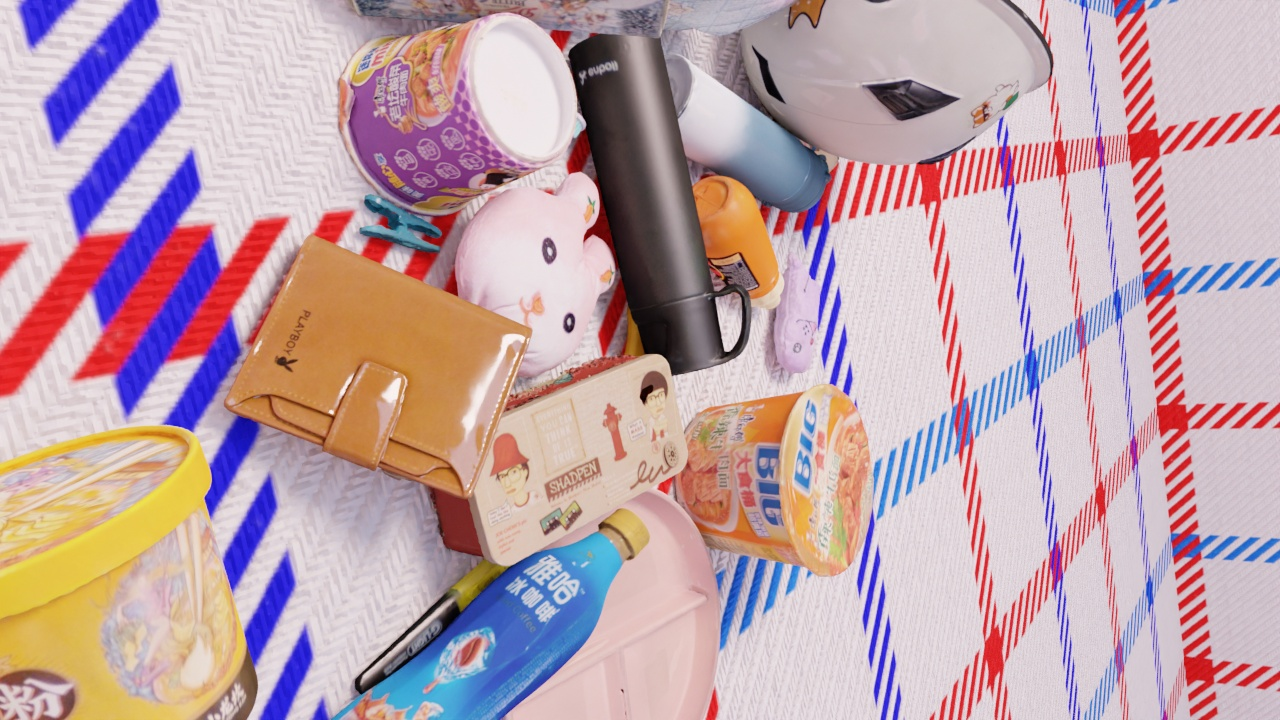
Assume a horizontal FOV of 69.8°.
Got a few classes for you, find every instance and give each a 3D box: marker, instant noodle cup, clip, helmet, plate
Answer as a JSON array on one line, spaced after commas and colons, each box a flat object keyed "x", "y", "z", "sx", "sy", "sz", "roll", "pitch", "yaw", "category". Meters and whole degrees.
[{"x": -0.119, "y": 0.154, "z": 0.543, "sx": 0.123, "sy": 0.015, "sz": 0.018, "roll": -39, "pitch": 116, "yaw": -43, "category": "marker"}, {"x": -0.098, "y": -0.144, "z": 0.530, "sx": 0.111, "sy": 0.099, "sz": 0.111, "roll": 3, "pitch": 86, "yaw": -51, "category": "instant noodle cup"}, {"x": -0.140, "y": -0.078, "z": 0.540, "sx": 0.057, "sy": 0.014, "sz": 0.047, "roll": 22, "pitch": 68, "yaw": -49, "category": "clip"}, {"x": 0.193, "y": -0.257, "z": 0.801, "sx": 0.157, "sy": 0.274, "sz": 0.230, "roll": -53, "pitch": 148, "yaw": 8, "category": "helmet"}, {"x": 0.107, "y": 0.096, "z": 0.748, "sx": 0.151, "sy": 0.112, "sz": 0.151, "roll": 6, "pitch": 82, "yaw": -50, "category": "instant noodle cup"}, {"x": -0.215, "y": 0.101, "z": 0.358, "sx": 0.118, "sy": 0.119, "sz": 0.114, "roll": -35, "pitch": 122, "yaw": -47, "category": "instant noodle cup"}, {"x": -0.018, "y": 0.202, "z": 0.653, "sx": 0.229, "sy": 0.028, "sz": 0.229, "roll": 5, "pitch": 83, "yaw": -49, "category": "plate"}]

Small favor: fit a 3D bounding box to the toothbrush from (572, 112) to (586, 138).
[{"x": -0.096, "y": -0.225, "z": 0.604, "sx": 0.189, "sy": 0.029, "sz": 0.021, "roll": 55, "pitch": 8, "yaw": -30, "category": "toothbrush"}]

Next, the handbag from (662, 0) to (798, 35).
[{"x": 0.028, "y": -0.291, "z": 0.669, "sx": 0.193, "sy": 0.134, "sz": 0.075, "roll": -12, "pitch": 94, "yaw": -50, "category": "handbag"}]

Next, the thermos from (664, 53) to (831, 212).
[{"x": 0.083, "y": -0.182, "z": 0.779, "sx": 0.220, "sy": 0.070, "sz": 0.070, "roll": 17, "pitch": 73, "yaw": -48, "category": "thermos"}]

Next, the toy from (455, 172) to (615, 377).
[{"x": -0.061, "y": -0.063, "z": 0.604, "sx": 0.159, "sy": 0.054, "sz": 0.121, "roll": -51, "pitch": 135, "yaw": -47, "category": "toy"}]

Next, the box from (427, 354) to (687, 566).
[{"x": -0.057, "y": 0.055, "z": 0.589, "sx": 0.167, "sy": 0.076, "sz": 0.091, "roll": -23, "pitch": 105, "yaw": -41, "category": "box"}]

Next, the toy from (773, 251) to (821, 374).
[{"x": 0.150, "y": -0.038, "z": 0.871, "sx": 0.083, "sy": 0.039, "sz": 0.108, "roll": 29, "pitch": 63, "yaw": -55, "category": "toy"}]

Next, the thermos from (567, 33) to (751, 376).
[{"x": 0.019, "y": -0.113, "z": 0.663, "sx": 0.068, "sy": 0.090, "sz": 0.242, "roll": -26, "pitch": 103, "yaw": -67, "category": "thermos"}]

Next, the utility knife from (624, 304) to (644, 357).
[{"x": -0.004, "y": 0.004, "z": 0.697, "sx": 0.033, "sy": 0.015, "sz": 0.180, "roll": 22, "pitch": 70, "yaw": -34, "category": "utility knife"}]

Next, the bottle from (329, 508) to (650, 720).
[{"x": -0.076, "y": 0.160, "z": 0.525, "sx": 0.218, "sy": 0.065, "sz": 0.065, "roll": -39, "pitch": 116, "yaw": -33, "category": "bottle"}]

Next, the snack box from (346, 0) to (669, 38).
[{"x": -0.070, "y": -0.285, "z": 0.527, "sx": 0.046, "sy": 0.182, "sz": 0.177, "roll": 106, "pitch": -12, "yaw": -81, "category": "snack box"}]

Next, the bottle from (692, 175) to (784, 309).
[{"x": 0.086, "y": -0.091, "z": 0.785, "sx": 0.149, "sy": 0.067, "sz": 0.066, "roll": 48, "pitch": 52, "yaw": -46, "category": "bottle"}]

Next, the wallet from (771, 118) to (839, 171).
[{"x": 0.161, "y": -0.211, "z": 0.915, "sx": 0.114, "sy": 0.024, "sz": 0.087, "roll": -45, "pitch": 115, "yaw": -45, "category": "wallet"}]

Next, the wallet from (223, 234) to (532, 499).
[{"x": -0.133, "y": 0.004, "z": 0.484, "sx": 0.131, "sy": 0.031, "sz": 0.107, "roll": 24, "pitch": 66, "yaw": -13, "category": "wallet"}]
